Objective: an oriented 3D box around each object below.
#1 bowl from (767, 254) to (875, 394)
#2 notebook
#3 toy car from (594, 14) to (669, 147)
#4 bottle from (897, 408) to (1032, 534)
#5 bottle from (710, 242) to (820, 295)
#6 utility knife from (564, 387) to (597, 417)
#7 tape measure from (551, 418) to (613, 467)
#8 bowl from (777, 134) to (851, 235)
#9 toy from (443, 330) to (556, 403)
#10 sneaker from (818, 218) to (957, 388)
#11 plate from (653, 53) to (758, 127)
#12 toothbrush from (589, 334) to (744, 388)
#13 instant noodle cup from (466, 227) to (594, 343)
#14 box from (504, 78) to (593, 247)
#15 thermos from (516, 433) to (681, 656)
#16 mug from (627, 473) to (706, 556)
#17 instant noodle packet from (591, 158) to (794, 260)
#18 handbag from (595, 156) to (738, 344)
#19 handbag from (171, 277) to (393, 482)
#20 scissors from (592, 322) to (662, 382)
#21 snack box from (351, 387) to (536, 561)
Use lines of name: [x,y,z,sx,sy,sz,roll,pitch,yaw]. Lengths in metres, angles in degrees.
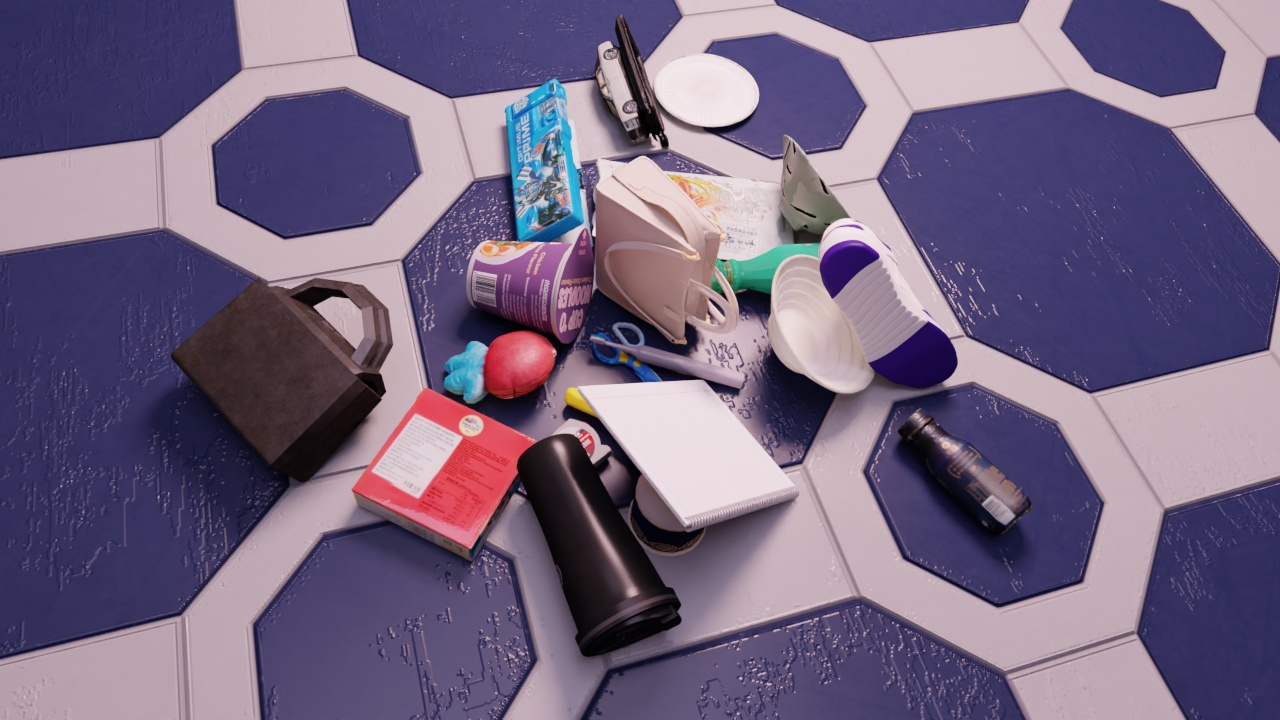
bowl: [0.202,-0.034,1.090,0.176,0.058,0.176,18,58,-32]
notebook: [0.058,0.089,0.957,0.178,0.013,0.245,50,26,23]
toy car: [-0.021,-0.388,1.308,0.071,0.094,0.191,-22,61,10]
bottle: [0.361,0.122,1.030,0.056,0.056,0.161,-34,67,-24]
bottle: [0.186,-0.111,1.152,0.209,0.068,0.068,-5,58,-9]
utility knife: [-0.005,0.072,1.016,0.188,0.020,0.028,24,13,25]
tape measure: [-0.072,0.101,1.019,0.060,0.020,0.062,-37,69,-18]
bowl: [0.217,-0.206,1.195,0.068,0.174,0.174,-39,64,13]
toy: [-0.161,0.009,1.050,0.133,0.062,0.092,-12,37,7]
sneaker: [0.286,-0.072,1.087,0.092,0.244,0.111,-30,30,23]
plate: [0.097,-0.397,1.355,0.157,0.014,0.156,3,58,-5]
toothbrush: [0.031,-0.001,1.084,0.188,0.018,0.019,16,44,-3]
instant noodle cup: [-0.132,-0.098,1.085,0.122,0.121,0.137,12,101,14]
box: [-0.118,-0.250,1.224,0.092,0.085,0.243,-24,56,23]
thermos: [-0.050,0.182,0.919,0.105,0.106,0.218,-20,63,-18]
mug: [0.042,0.140,0.966,0.086,0.089,0.111,36,61,16]
instant noodle packet: [0.072,-0.199,1.208,0.269,0.057,0.146,6,59,-9]
handbag: [0.039,-0.105,1.057,0.101,0.195,0.198,-37,65,-24]
handbag: [-0.367,-0.005,1.007,0.197,0.102,0.199,42,79,19]
scissors: [-0.008,0.008,1.091,0.070,0.022,0.130,-26,68,-23]
snack box: [-0.206,0.119,0.983,0.142,0.040,0.144,24,58,9]
